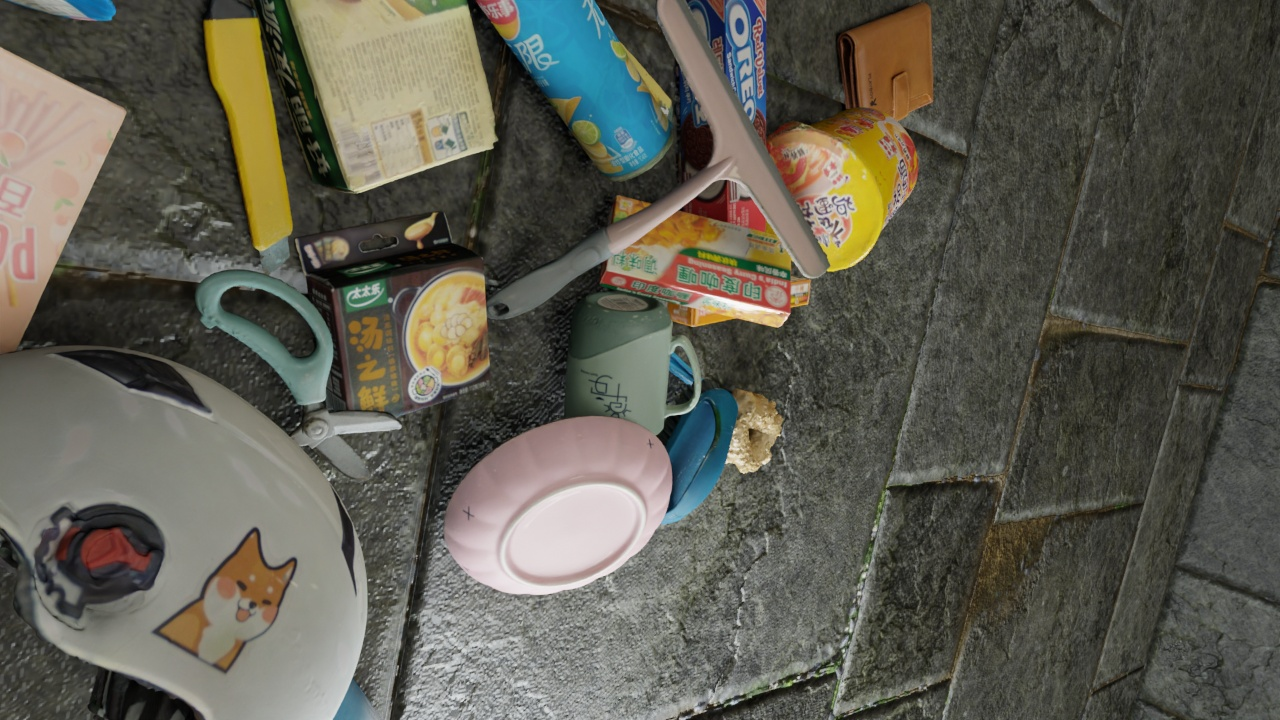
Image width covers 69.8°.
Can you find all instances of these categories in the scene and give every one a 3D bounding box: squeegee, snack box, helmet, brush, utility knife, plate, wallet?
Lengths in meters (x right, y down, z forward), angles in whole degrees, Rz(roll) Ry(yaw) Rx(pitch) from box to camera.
[{"bbox_3d":[-0.014,-0.095,0.677,0.250,0.040,0.248,-32,116,9],"label":"squeegee"},{"bbox_3d":[0.070,-0.209,0.789,0.057,0.058,0.208,-21,117,-40],"label":"snack box"},{"bbox_3d":[-0.242,0.096,0.480,0.156,0.231,0.274,-37,108,-34],"label":"helmet"},{"bbox_3d":[0.045,0.090,0.831,0.055,0.073,0.144,18,108,-32],"label":"brush"},{"bbox_3d":[-0.168,-0.030,0.639,0.113,0.053,0.126,-20,121,-37],"label":"snack box"},{"bbox_3d":[-0.238,-0.135,0.559,0.033,0.015,0.171,-16,115,-32],"label":"utility knife"},{"bbox_3d":[0.077,-0.060,0.830,0.153,0.075,0.026,-13,112,-39],"label":"snack box"},{"bbox_3d":[-0.036,-0.247,0.712,0.212,0.022,0.031,35,80,-38],"label":"utility knife"},{"bbox_3d":[0.047,-0.081,0.754,0.155,0.027,0.076,12,60,-11],"label":"snack box"},{"bbox_3d":[-0.173,-0.232,0.554,0.114,0.063,0.240,-30,122,-33],"label":"snack box"},{"bbox_3d":[-0.342,-0.080,0.474,0.084,0.026,0.157,26,85,-44],"label":"snack box"},{"bbox_3d":[-0.058,0.128,0.734,0.192,0.039,0.193,-14,133,-16],"label":"plate"},{"bbox_3d":[0.257,-0.301,0.950,0.131,0.031,0.108,-30,120,-31],"label":"wallet"},{"bbox_3d":[0.059,0.028,0.874,0.254,0.046,0.083,41,79,-38],"label":"brush"}]

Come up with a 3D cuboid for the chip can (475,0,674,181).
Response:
[{"bbox_3d":[-0.053,-0.225,0.655,0.071,0.071,0.210,-54,134,-15],"label":"chip can"}]

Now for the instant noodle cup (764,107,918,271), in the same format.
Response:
[{"bbox_3d":[0.188,-0.169,0.863,0.109,0.138,0.138,-39,127,-37],"label":"instant noodle cup"}]

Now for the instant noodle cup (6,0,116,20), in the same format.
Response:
[{"bbox_3d":[-0.290,-0.234,0.432,0.099,0.099,0.110,14,86,-44],"label":"instant noodle cup"}]

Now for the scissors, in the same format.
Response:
[{"bbox_3d":[-0.248,0.036,0.575,0.180,0.019,0.170,-35,122,-9],"label":"scissors"}]

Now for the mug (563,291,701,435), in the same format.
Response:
[{"bbox_3d":[-0.004,0.004,0.751,0.082,0.112,0.106,-63,160,-71],"label":"mug"}]

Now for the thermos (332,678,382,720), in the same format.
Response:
[{"bbox_3d":[-0.235,0.237,0.648,0.070,0.070,0.221,-38,126,-28],"label":"thermos"}]
